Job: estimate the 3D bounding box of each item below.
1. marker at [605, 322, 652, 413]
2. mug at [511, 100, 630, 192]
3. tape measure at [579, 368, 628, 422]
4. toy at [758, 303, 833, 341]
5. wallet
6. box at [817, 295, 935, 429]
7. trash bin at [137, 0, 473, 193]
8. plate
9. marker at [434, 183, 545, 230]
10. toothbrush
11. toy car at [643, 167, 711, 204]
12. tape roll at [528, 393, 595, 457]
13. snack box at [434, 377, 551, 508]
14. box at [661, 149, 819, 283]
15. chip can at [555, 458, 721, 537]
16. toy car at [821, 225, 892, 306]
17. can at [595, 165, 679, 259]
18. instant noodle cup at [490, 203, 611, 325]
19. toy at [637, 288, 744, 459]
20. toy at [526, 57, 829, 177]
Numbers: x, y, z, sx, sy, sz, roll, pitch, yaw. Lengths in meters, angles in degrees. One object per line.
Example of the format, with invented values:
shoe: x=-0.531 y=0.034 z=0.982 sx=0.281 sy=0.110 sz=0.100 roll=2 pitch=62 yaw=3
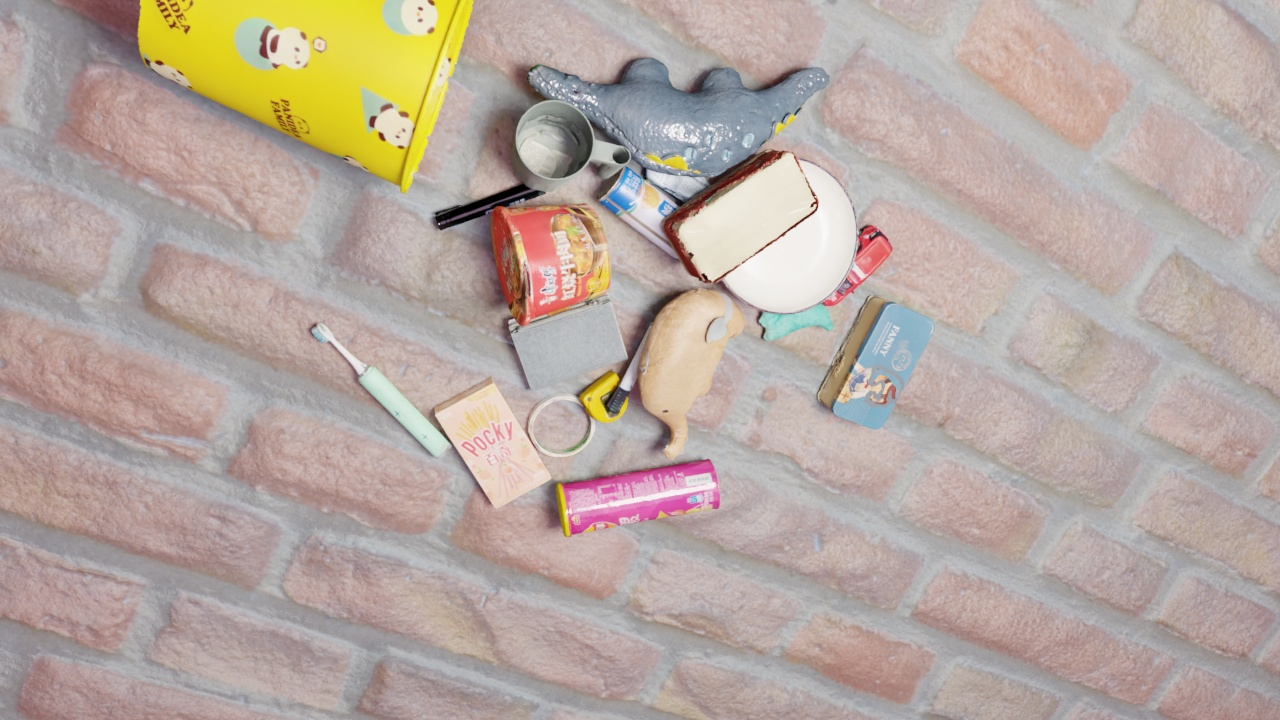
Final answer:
marker: x=-0.007 y=0.007 z=1.159 sx=0.022 sy=0.018 sz=0.130 roll=30 pitch=83 yaw=-23
mug: x=-0.081 y=-0.228 z=1.015 sx=0.124 sy=0.103 sz=0.083 roll=12 pitch=89 yaw=-13
tape measure: x=-0.043 y=0.051 z=1.173 sx=0.060 sy=0.029 sz=0.057 roll=-38 pitch=116 yaw=-18
toy: x=0.193 y=-0.060 z=1.188 sx=0.092 sy=0.030 sz=0.096 roll=-26 pitch=118 yaw=16
wallet: x=-0.090 y=-0.027 z=1.137 sx=0.129 sy=0.037 sz=0.107 roll=-18 pitch=124 yaw=-5
box: x=0.318 y=-0.003 z=1.232 sx=0.089 sy=0.059 sz=0.184 roll=18 pitch=107 yaw=-20
trash bin: x=-0.311 y=-0.315 z=0.884 sx=0.255 sy=0.229 sz=0.230 roll=20 pitch=104 yaw=-13
plate: x=0.174 y=-0.153 z=1.137 sx=0.192 sy=0.039 sz=0.192 roll=-1 pitch=97 yaw=-12
marker: x=-0.174 y=-0.183 z=1.067 sx=0.132 sy=0.020 sz=0.022 roll=-20 pitch=103 yaw=-4
toothbrush: x=-0.311 y=0.038 z=1.112 sx=0.027 sy=0.026 sz=0.224 roll=-29 pitch=116 yaw=22
toy car: x=0.046 y=-0.215 z=1.101 sx=0.090 sy=0.034 sz=0.043 roll=30 pitch=103 yaw=-20
tape roll: x=-0.102 y=0.084 z=1.187 sx=0.085 sy=0.014 sz=0.086 roll=-4 pitch=111 yaw=-12
snack box: x=-0.187 y=0.106 z=1.168 sx=0.084 sy=0.026 sz=0.157 roll=-29 pitch=114 yaw=-2
box: x=0.117 y=-0.168 z=1.058 sx=0.168 sy=0.077 sz=0.091 roll=-35 pitch=110 yaw=-6
chip can: x=-0.003 y=0.181 z=1.216 sx=0.210 sy=0.071 sz=0.071 roll=-8 pitch=112 yaw=-11
toy car: x=0.272 y=-0.121 z=1.185 sx=0.120 sy=0.045 sz=0.053 roll=-44 pitch=112 yaw=7
can: x=0.015 y=-0.174 z=1.096 sx=0.134 sy=0.053 sz=0.053 roll=34 pitch=99 yaw=-22
instant noodle cup: x=-0.102 y=-0.119 z=1.054 sx=0.108 sy=0.138 sz=0.138 roll=-14 pitch=113 yaw=-18
toy: x=0.051 y=0.016 z=1.155 sx=0.143 sy=0.082 sz=0.226 roll=11 pitch=108 yaw=-40
toy: x=0.049 y=-0.277 z=1.041 sx=0.356 sy=0.091 sz=0.138 roll=-1 pitch=91 yaw=-14
